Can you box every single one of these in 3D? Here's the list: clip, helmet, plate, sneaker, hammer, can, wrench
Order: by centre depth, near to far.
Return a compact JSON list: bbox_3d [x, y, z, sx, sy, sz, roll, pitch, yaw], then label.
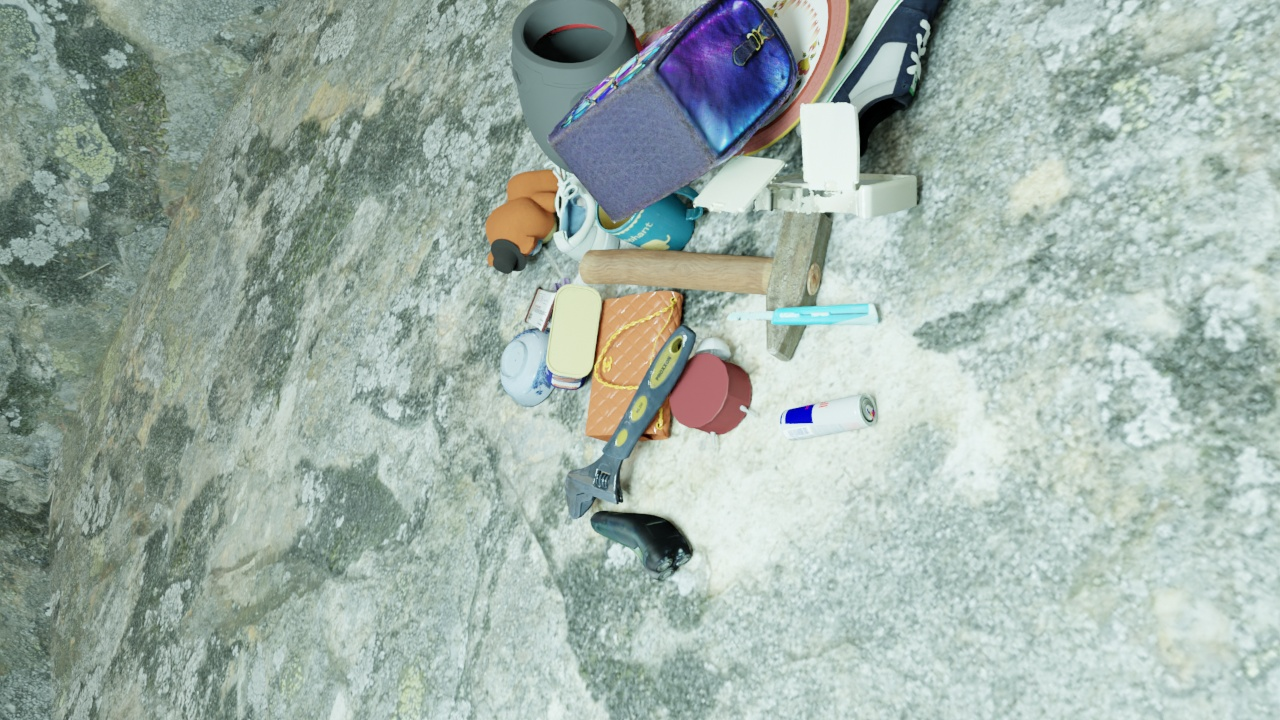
[{"bbox_3d":[0.180,0.056,0.891,0.095,0.032,0.032,-16,63,42],"label":"can"},{"bbox_3d":[0.261,-0.307,0.928,0.079,0.084,0.235,40,102,21],"label":"sneaker"},{"bbox_3d":[0.136,-0.325,0.984,0.230,0.021,0.229,-23,60,46],"label":"plate"},{"bbox_3d":[0.054,-0.093,1.028,0.301,0.037,0.157,8,80,34],"label":"hammer"},{"bbox_3d":[-0.012,0.076,1.031,0.073,0.022,0.274,40,114,24],"label":"wrench"},{"bbox_3d":[-0.066,-0.325,1.144,0.164,0.170,0.264,-19,49,-6],"label":"helmet"},{"bbox_3d":[-0.086,-0.025,1.154,0.092,0.056,0.116,118,160,-74],"label":"can"},{"bbox_3d":[-0.075,-0.245,1.234,0.090,0.090,0.241,-17,62,42],"label":"sneaker"},{"bbox_3d":[-0.107,-0.089,1.264,0.035,0.013,0.051,-28,58,38],"label":"clip"}]

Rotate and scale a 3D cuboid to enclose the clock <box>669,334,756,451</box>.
[{"bbox_3d":[0.073,0.029,1.005,0.087,0.044,0.124,-44,48,26],"label":"clock"}]

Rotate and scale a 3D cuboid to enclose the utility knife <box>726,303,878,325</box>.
[{"bbox_3d":[0.161,-0.043,0.919,0.152,0.015,0.022,-2,81,19],"label":"utility knife"}]

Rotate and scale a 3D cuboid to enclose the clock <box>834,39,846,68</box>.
[{"bbox_3d":[0.160,-0.320,1.031,0.158,0.073,0.121,-57,40,20],"label":"clock"}]

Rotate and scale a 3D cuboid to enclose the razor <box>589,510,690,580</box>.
[{"bbox_3d":[-0.007,0.201,1.023,0.152,0.053,0.067,5,97,53],"label":"razor"}]

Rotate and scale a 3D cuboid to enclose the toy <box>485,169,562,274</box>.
[{"bbox_3d":[-0.170,-0.202,1.315,0.112,0.096,0.175,-9,40,44],"label":"toy"}]

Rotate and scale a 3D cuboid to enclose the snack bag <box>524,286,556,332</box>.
[{"bbox_3d":[-0.134,-0.071,1.244,0.057,0.013,0.158,-69,17,1],"label":"snack bag"}]

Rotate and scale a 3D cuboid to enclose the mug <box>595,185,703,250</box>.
[{"bbox_3d":[0.021,-0.178,1.097,0.112,0.104,0.084,-18,61,39],"label":"mug"}]

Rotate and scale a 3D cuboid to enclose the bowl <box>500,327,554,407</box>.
[{"bbox_3d":[-0.158,0.003,1.256,0.115,0.045,0.114,-20,61,40],"label":"bowl"}]

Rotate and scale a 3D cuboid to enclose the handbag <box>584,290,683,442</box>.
[{"bbox_3d":[-0.007,0.007,1.090,0.109,0.060,0.171,-7,70,41],"label":"handbag"}]

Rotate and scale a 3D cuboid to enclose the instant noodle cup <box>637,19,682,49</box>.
[{"bbox_3d":[0.041,-0.386,1.174,0.109,0.097,0.098,28,95,55],"label":"instant noodle cup"}]

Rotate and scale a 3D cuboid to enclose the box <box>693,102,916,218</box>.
[{"bbox_3d":[0.157,-0.190,0.874,0.144,0.192,0.106,12,113,44],"label":"box"}]

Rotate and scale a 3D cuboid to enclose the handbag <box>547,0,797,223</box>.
[{"bbox_3d":[0.037,-0.267,0.948,0.205,0.125,0.221,-21,26,47],"label":"handbag"}]
